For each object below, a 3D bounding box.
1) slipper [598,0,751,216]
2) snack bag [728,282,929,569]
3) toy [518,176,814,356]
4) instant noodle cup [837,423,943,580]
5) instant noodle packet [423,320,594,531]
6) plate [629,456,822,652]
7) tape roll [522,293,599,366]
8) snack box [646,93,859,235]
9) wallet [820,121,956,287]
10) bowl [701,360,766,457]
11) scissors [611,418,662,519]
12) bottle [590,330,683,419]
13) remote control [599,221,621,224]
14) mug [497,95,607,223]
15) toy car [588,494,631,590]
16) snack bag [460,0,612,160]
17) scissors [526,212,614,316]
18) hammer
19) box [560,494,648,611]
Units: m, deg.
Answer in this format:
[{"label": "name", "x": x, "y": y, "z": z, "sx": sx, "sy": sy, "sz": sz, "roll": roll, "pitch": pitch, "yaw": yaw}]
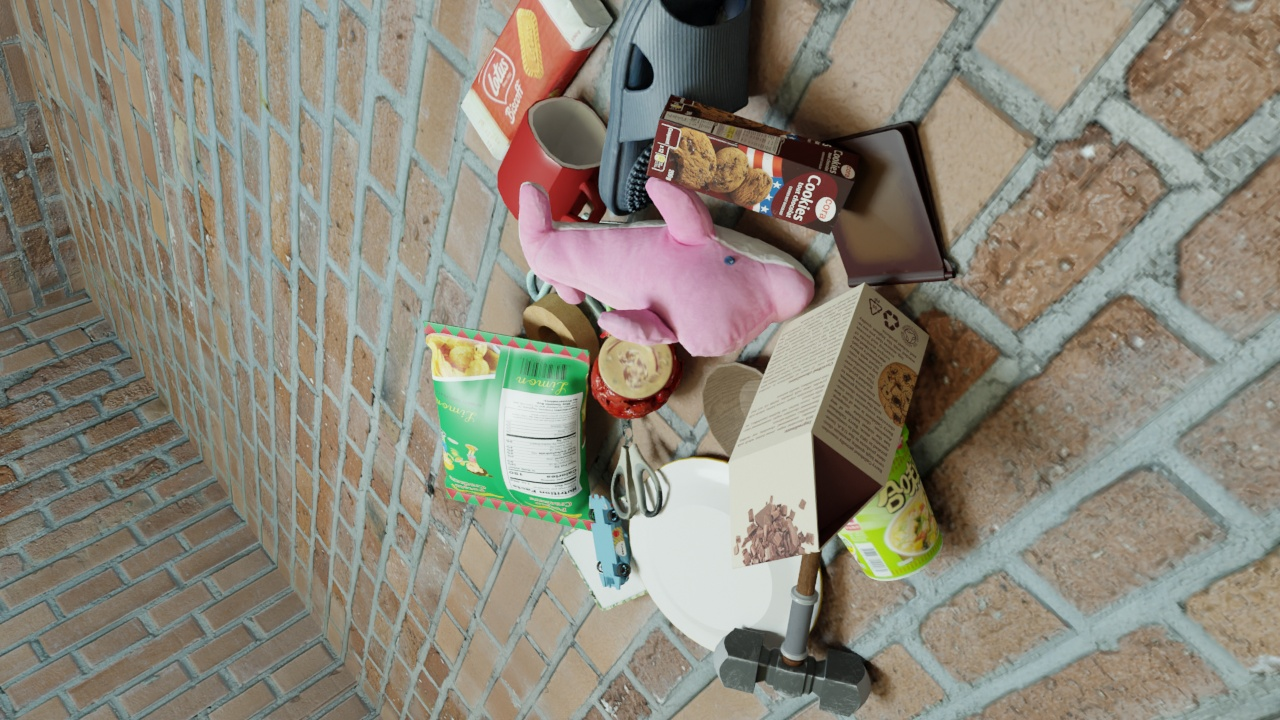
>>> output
[{"label": "slipper", "x": 0.031, "y": -0.197, "z": 0.709, "sx": 0.082, "sy": 0.101, "sz": 0.264, "roll": 46, "pitch": 146, "yaw": 20}, {"label": "snack bag", "x": 0.128, "y": 0.055, "z": 0.667, "sx": 0.070, "sy": 0.205, "sz": 0.095, "roll": 36, "pitch": 148, "yaw": -15}, {"label": "toy", "x": 0.007, "y": -0.061, "z": 0.768, "sx": 0.266, "sy": 0.127, "sz": 0.187, "roll": 14, "pitch": 149, "yaw": 21}, {"label": "instant noodle cup", "x": 0.190, "y": 0.115, "z": 0.745, "sx": 0.099, "sy": 0.098, "sz": 0.108, "roll": -10, "pitch": 114, "yaw": 53}, {"label": "instant noodle packet", "x": -0.147, "y": 0.080, "z": 1.050, "sx": 0.196, "sy": 0.090, "sz": 0.253, "roll": 10, "pitch": 123, "yaw": 15}, {"label": "plate", "x": 0.079, "y": 0.211, "z": 0.951, "sx": 0.230, "sy": 0.021, "sz": 0.230, "roll": 13, "pitch": 113, "yaw": 32}, {"label": "tape roll", "x": -0.089, "y": -0.027, "z": 1.019, "sx": 0.094, "sy": 0.027, "sz": 0.094, "roll": 33, "pitch": 145, "yaw": 27}, {"label": "snack box", "x": 0.079, "y": -0.140, "z": 0.660, "sx": 0.141, "sy": 0.031, "sz": 0.051, "roll": 19, "pitch": 140, "yaw": 3}, {"label": "wallet", "x": 0.175, "y": -0.109, "z": 0.669, "sx": 0.092, "sy": 0.018, "sz": 0.115, "roll": 0, "pitch": 117, "yaw": 51}, {"label": "bowl", "x": 0.109, "y": 0.049, "z": 0.843, "sx": 0.118, "sy": 0.030, "sz": 0.118, "roll": 30, "pitch": 135, "yaw": 35}, {"label": "scissors", "x": -0.019, "y": 0.095, "z": 0.998, "sx": 0.133, "sy": 0.012, "sz": 0.169, "roll": -53, "pitch": 55, "yaw": 37}, {"label": "bottle", "x": -0.005, "y": 0.005, "z": 0.901, "sx": 0.099, "sy": 0.099, "sz": 0.111, "roll": 52, "pitch": 173, "yaw": 11}, {"label": "remote control", "x": 0.001, "y": -0.115, "z": 0.875, "sx": 0.124, "sy": 0.011, "sz": 0.028, "roll": 13, "pitch": 123, "yaw": 46}, {"label": "mug", "x": -0.074, "y": -0.171, "z": 0.865, "sx": 0.116, "sy": 0.080, "sz": 0.097, "roll": 59, "pitch": 145, "yaw": 13}, {"label": "toy car", "x": -0.031, "y": 0.204, "z": 1.043, "sx": 0.060, "sy": 0.027, "sz": 0.107, "roll": -13, "pitch": 85, "yaw": 60}, {"label": "snack bag", "x": -0.105, "y": -0.279, "z": 0.867, "sx": 0.077, "sy": 0.041, "sz": 0.226, "roll": 57, "pitch": 143, "yaw": 1}, {"label": "scissors", "x": -0.086, "y": -0.106, "z": 0.984, "sx": 0.171, "sy": 0.021, "sz": 0.173, "roll": 54, "pitch": 149, "yaw": 12}, {"label": "hammer", "x": 0.158, "y": 0.188, "z": 0.853, "sx": 0.156, "sy": 0.043, "sz": 0.323, "roll": 10, "pitch": 117, "yaw": 12}, {"label": "box", "x": -0.018, "y": 0.227, "z": 1.108, "sx": 0.117, "sy": 0.050, "sz": 0.206, "roll": 58, "pitch": 143, "yaw": 9}]
